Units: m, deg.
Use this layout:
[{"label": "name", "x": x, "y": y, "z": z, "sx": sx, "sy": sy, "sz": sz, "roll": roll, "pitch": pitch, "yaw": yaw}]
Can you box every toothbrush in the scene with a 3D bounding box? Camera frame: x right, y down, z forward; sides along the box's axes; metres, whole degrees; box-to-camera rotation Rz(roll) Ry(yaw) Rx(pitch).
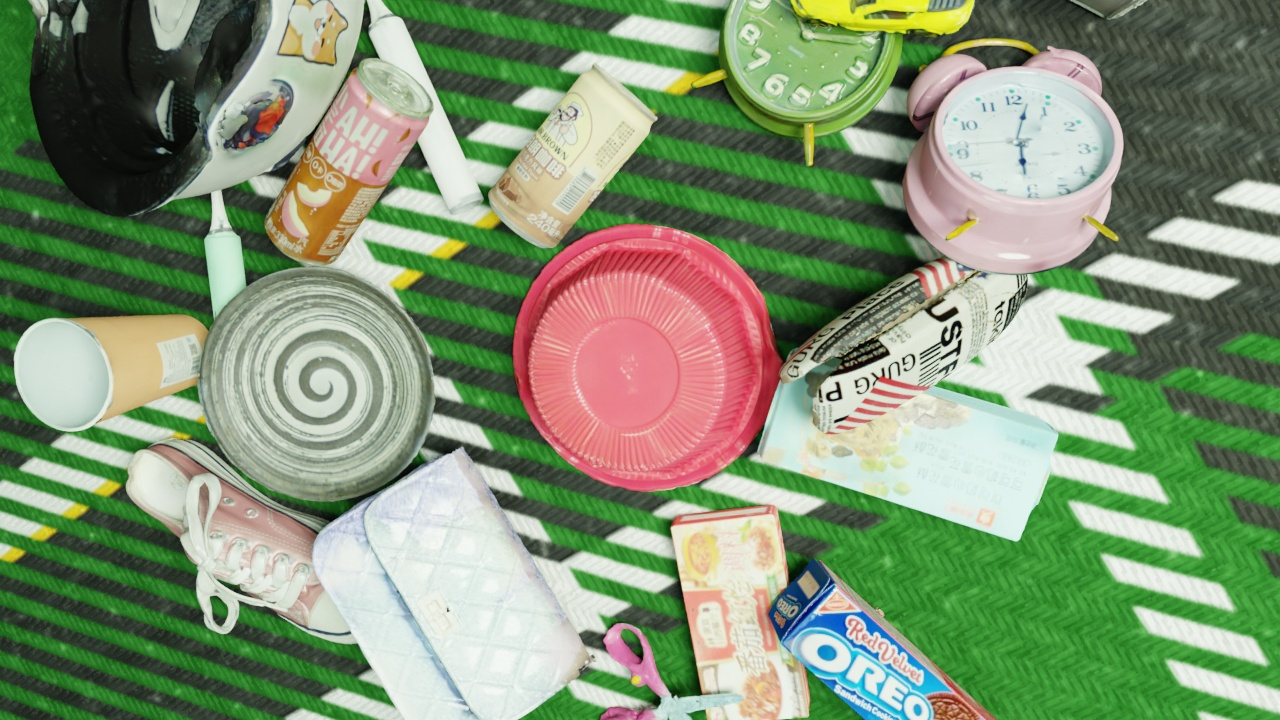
[{"label": "toothbrush", "x": -0.168, "y": -0.209, "z": 0.646, "sx": 0.026, "sy": 0.026, "sz": 0.221, "roll": -22, "pitch": 94, "yaw": 37}, {"label": "toothbrush", "x": -0.317, "y": -0.063, "z": 0.703, "sx": 0.027, "sy": 0.026, "sz": 0.224, "roll": 4, "pitch": 102, "yaw": 42}]

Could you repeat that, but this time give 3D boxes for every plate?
[{"label": "plate", "x": -0.242, "y": 0.018, "z": 0.693, "sx": 0.179, "sy": 0.024, "sz": 0.179, "roll": 0, "pitch": 99, "yaw": 0}]

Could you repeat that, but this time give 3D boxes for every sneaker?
[{"label": "sneaker", "x": -0.305, "y": 0.146, "z": 0.702, "sx": 0.241, "sy": 0.087, "sz": 0.118, "roll": 33, "pitch": 104, "yaw": 5}]

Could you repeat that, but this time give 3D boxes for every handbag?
[{"label": "handbag", "x": -0.138, "y": 0.176, "z": 0.666, "sx": 0.134, "sy": 0.076, "sz": 0.194, "roll": -32, "pitch": 93, "yaw": -12}]

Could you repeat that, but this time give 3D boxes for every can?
[{"label": "can", "x": -0.046, "y": -0.135, "z": 0.615, "sx": 0.058, "sy": 0.058, "sz": 0.116, "roll": 42, "pitch": 105, "yaw": 3}, {"label": "can", "x": -0.204, "y": -0.134, "z": 0.635, "sx": 0.058, "sy": 0.057, "sz": 0.148, "roll": 45, "pitch": 118, "yaw": 2}]

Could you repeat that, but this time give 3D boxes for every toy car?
[{"label": "toy car", "x": 0.136, "y": -0.212, "z": 0.517, "sx": 0.105, "sy": 0.032, "sz": 0.048, "roll": 10, "pitch": 101, "yaw": 12}]

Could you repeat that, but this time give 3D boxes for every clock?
[{"label": "clock", "x": 0.216, "y": -0.130, "z": 0.539, "sx": 0.117, "sy": 0.060, "sz": 0.158, "roll": -1, "pitch": 61, "yaw": 5}, {"label": "clock", "x": 0.114, "y": -0.213, "z": 0.568, "sx": 0.116, "sy": 0.056, "sz": 0.161, "roll": 35, "pitch": 104, "yaw": 4}]

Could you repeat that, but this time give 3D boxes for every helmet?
[{"label": "helmet", "x": -0.275, "y": -0.231, "z": 0.599, "sx": 0.230, "sy": 0.156, "sz": 0.275, "roll": 34, "pitch": 116, "yaw": 23}]

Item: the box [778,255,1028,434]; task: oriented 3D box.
[{"label": "box", "x": 0.155, "y": -0.028, "z": 0.559, "sx": 0.163, "sy": 0.075, "sz": 0.083, "roll": -30, "pitch": 55, "yaw": -10}]

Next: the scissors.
[{"label": "scissors", "x": 0.015, "y": 0.257, "z": 0.673, "sx": 0.133, "sy": 0.017, "sz": 0.130, "roll": 42, "pitch": 114, "yaw": 19}]

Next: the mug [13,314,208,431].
[{"label": "mug", "x": -0.377, "y": 0.001, "z": 0.677, "sx": 0.078, "sy": 0.122, "sz": 0.078, "roll": 2, "pitch": 100, "yaw": 13}]

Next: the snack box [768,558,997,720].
[{"label": "snack box", "x": 0.179, "y": 0.224, "z": 0.612, "sx": 0.207, "sy": 0.058, "sz": 0.057, "roll": 42, "pitch": 94, "yaw": -3}]

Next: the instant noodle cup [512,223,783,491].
[{"label": "instant noodle cup", "x": -0.004, "y": 0.004, "z": 0.626, "sx": 0.194, "sy": 0.065, "sz": 0.194, "roll": 2, "pitch": 98, "yaw": 11}]

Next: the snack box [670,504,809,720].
[{"label": "snack box", "x": 0.072, "y": 0.182, "z": 0.657, "sx": 0.075, "sy": 0.025, "sz": 0.153, "roll": -9, "pitch": 97, "yaw": 13}]

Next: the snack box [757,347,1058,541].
[{"label": "snack box", "x": 0.171, "y": 0.052, "z": 0.600, "sx": 0.175, "sy": 0.051, "sz": 0.074, "roll": 17, "pitch": 101, "yaw": 10}]

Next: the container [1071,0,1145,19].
[{"label": "container", "x": 0.272, "y": -0.263, "z": 0.510, "sx": 0.090, "sy": 0.090, "sz": 0.114, "roll": 31, "pitch": 107, "yaw": 7}]
